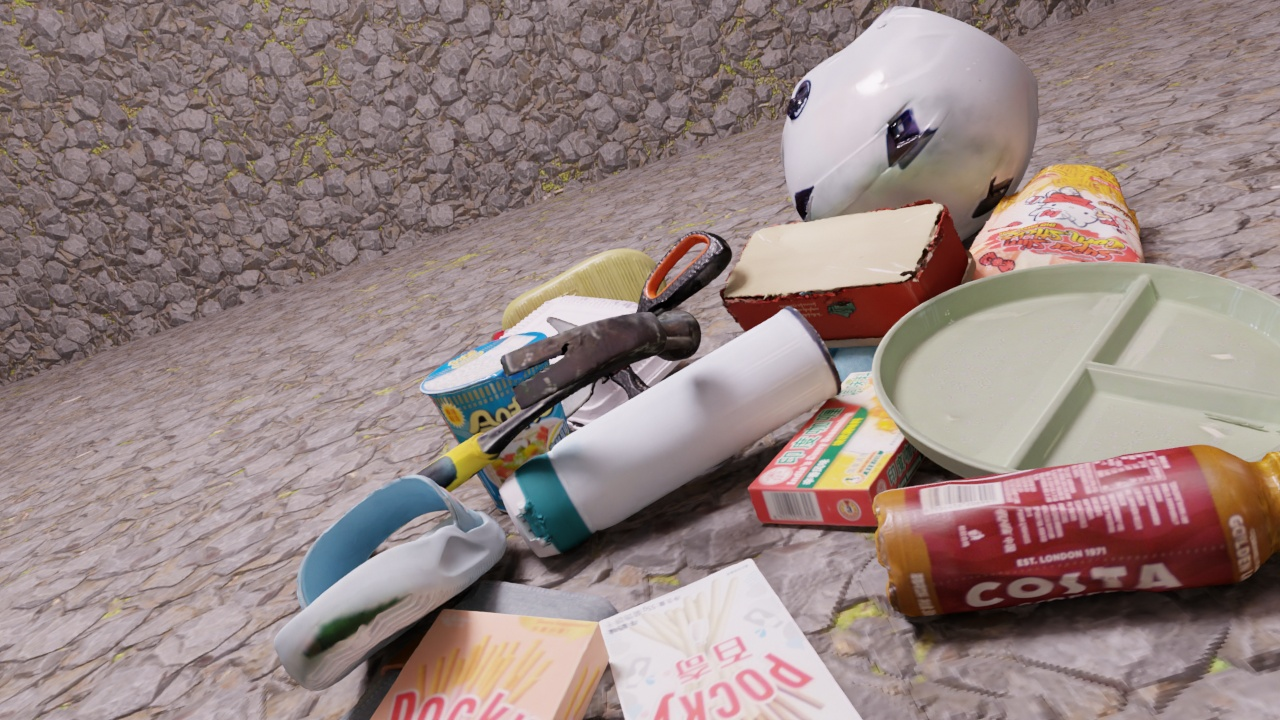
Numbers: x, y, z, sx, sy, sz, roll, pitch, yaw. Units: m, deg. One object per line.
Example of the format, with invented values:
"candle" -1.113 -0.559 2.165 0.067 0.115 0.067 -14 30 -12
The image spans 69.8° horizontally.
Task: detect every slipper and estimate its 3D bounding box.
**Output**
"slipper" -0.065 -0.067 1.037 0.190 0.091 0.081 -22 15 3
"slipper" -0.138 0.110 0.493 0.104 0.074 0.245 -37 -3 -6

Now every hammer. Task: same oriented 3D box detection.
"hammer" -0.112 0.061 0.585 0.324 0.032 0.126 -35 -15 31

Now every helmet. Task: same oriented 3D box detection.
"helmet" 0.248 -0.181 0.868 0.259 0.229 0.145 -42 28 45

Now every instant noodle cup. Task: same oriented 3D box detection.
"instant noodle cup" -0.059 -0.007 0.836 0.174 0.060 0.137 8 41 47
"instant noodle cup" -0.095 0.049 0.674 0.099 0.110 0.099 -18 17 6

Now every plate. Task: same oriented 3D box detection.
"plate" 0.248 0.006 0.511 0.230 0.027 0.229 -11 28 6

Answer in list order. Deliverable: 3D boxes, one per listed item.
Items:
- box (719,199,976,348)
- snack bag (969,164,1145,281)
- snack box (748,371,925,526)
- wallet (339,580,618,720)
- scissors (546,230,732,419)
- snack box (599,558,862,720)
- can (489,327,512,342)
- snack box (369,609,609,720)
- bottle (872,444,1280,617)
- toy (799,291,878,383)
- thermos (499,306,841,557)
"box" 0.146 -0.066 0.676 0.169 0.077 0.091 -2 48 44
"snack bag" 0.327 -0.092 0.716 0.129 0.073 0.207 14 32 22
"snack box" 0.137 0.049 0.563 0.077 0.027 0.155 -6 21 40
"wallet" -0.087 0.157 0.457 0.107 0.037 0.129 -2 25 39
"scissors" -0.004 0.003 0.707 0.231 0.021 0.220 -46 46 14
"snack box" 0.036 0.143 0.388 0.084 0.027 0.157 -21 16 -6
"can" -0.089 -0.020 0.973 0.133 0.053 0.053 -14 18 15
"snack box" -0.078 0.166 0.365 0.085 0.026 0.156 -3 30 23
"bottle" 0.191 0.071 0.387 0.175 0.057 0.057 -12 19 21
"toy" 0.158 -0.026 0.735 0.156 0.050 0.161 6 42 46
"thermos" 0.016 0.049 0.592 0.224 0.073 0.073 -30 18 -4
